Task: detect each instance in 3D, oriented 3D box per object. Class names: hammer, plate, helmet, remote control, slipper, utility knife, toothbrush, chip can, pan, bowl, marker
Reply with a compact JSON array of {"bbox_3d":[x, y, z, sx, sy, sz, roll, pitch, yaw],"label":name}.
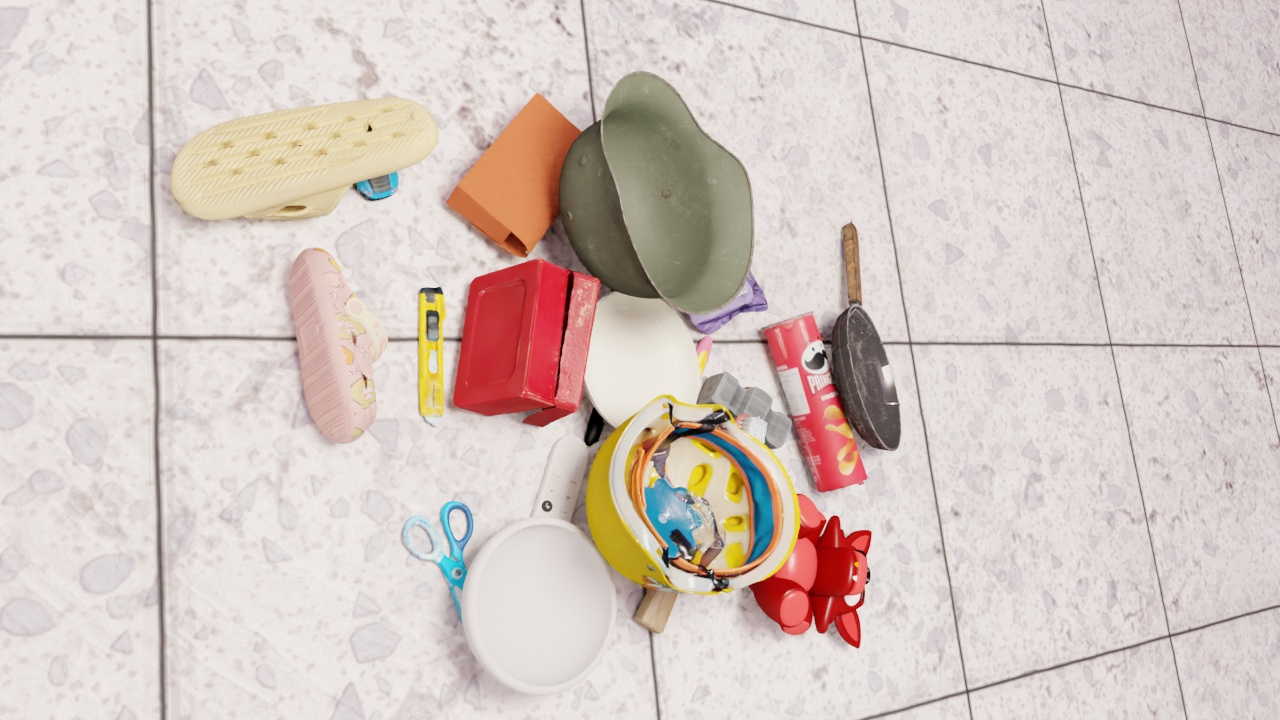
[{"bbox_3d":[0.076,0.172,1.104,0.117,0.051,0.322,36,66,-19],"label":"hammer"},{"bbox_3d":[-0.006,0.006,1.084,0.182,0.034,0.182,13,70,-38],"label":"plate"},{"bbox_3d":[0.041,0.159,0.999,0.239,0.140,0.208,20,58,-31],"label":"helmet"},{"bbox_3d":[-0.092,0.149,1.028,0.043,0.013,0.136,25,67,-23],"label":"remote control"},{"bbox_3d":[-0.003,-0.179,1.033,0.226,0.154,0.268,-23,105,-46],"label":"helmet"},{"bbox_3d":[-0.333,-0.198,0.930,0.261,0.079,0.111,-19,69,-17],"label":"slipper"},{"bbox_3d":[-0.224,-0.006,0.989,0.030,0.017,0.155,1,80,-21],"label":"utility knife"},{"bbox_3d":[0.066,0.026,1.151,0.021,0.016,0.135,30,63,-19],"label":"toothbrush"},{"bbox_3d":[0.230,0.056,1.205,0.073,0.073,0.233,-17,87,-32],"label":"chip can"},{"bbox_3d":[0.300,-0.043,1.268,0.207,0.040,0.356,37,44,-49],"label":"pan"},{"bbox_3d":[-0.113,0.254,0.954,0.176,0.066,0.176,13,68,-35],"label":"bowl"},{"bbox_3d":[-0.290,-0.018,0.911,0.081,0.093,0.197,-9,82,-43],"label":"slipper"},{"bbox_3d":[-0.039,0.039,1.086,0.022,0.016,0.138,47,54,-46],"label":"marker"}]

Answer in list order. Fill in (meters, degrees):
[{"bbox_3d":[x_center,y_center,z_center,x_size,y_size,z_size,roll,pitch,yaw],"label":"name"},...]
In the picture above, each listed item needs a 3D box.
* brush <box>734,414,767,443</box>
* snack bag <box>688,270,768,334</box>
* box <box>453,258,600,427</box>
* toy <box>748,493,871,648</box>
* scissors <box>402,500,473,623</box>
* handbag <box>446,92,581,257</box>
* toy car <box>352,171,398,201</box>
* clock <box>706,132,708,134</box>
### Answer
[{"bbox_3d":[0.120,0.147,1.090,0.041,0.030,0.172,17,76,-27],"label":"brush"},{"bbox_3d":[0.075,-0.138,1.148,0.205,0.097,0.058,62,29,-4],"label":"snack bag"},{"bbox_3d":[-0.123,-0.020,0.982,0.122,0.137,0.157,17,69,-26],"label":"box"},{"bbox_3d":[0.221,0.261,1.131,0.197,0.121,0.158,24,64,-33],"label":"toy"},{"bbox_3d":[-0.188,0.214,0.957,0.083,0.015,0.140,-28,90,-35],"label":"scissors"},{"bbox_3d":[-0.130,-0.210,1.063,0.109,0.060,0.171,38,59,-11],"label":"handbag"},{"bbox_3d":[-0.296,-0.224,0.987,0.048,0.032,0.105,-23,89,-32],"label":"toy car"},{"bbox_3d":[0.082,-0.230,1.201,0.090,0.052,0.129,-21,94,-32],"label":"clock"}]
